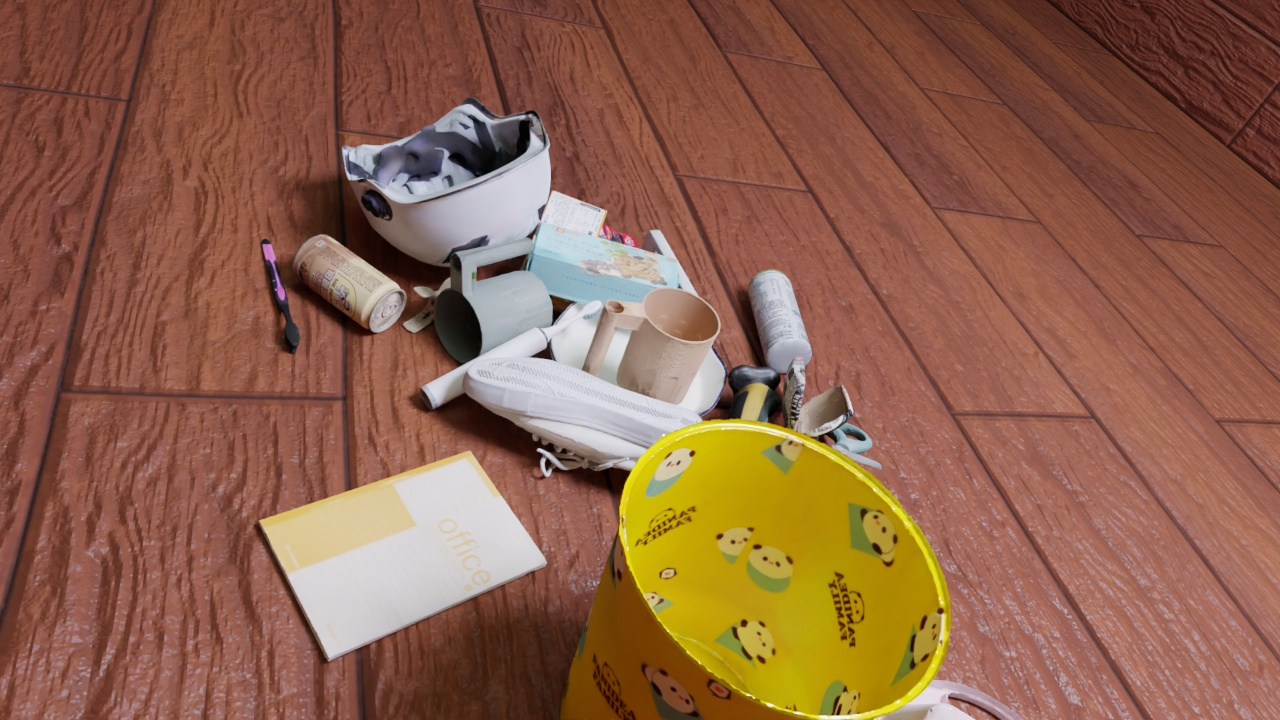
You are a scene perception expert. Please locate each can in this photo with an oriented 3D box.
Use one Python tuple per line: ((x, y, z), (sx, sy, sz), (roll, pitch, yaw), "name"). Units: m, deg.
((0.177, -0.052, 1.177), (0.058, 0.058, 0.146), (10, 41, -15), "can")
((-0.313, -0.083, 0.987), (0.116, 0.059, 0.058), (34, 41, 14), "can")

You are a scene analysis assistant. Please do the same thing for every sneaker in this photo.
((-0.063, 0.068, 0.919), (0.242, 0.091, 0.089), (17, 24, 3), "sneaker")

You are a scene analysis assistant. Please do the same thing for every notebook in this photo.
((-0.204, 0.161, 0.803), (0.205, 0.010, 0.146), (-16, 53, -37), "notebook")

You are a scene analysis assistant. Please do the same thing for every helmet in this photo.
((-0.210, -0.189, 1.067), (0.228, 0.146, 0.259), (-34, 43, -29), "helmet")

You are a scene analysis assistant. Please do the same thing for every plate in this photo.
((-0.006, 0.006, 1.040), (0.204, 0.046, 0.204), (14, 41, -12), "plate")

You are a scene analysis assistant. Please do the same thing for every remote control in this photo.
((0.034, -0.101, 1.167), (0.021, 0.058, 0.150), (-4, 46, -24), "remote control")

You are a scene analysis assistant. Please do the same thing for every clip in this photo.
((-0.219, -0.071, 1.025), (0.034, 0.066, 0.099), (39, 31, 19), "clip")

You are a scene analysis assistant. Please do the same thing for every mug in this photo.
((0.008, -0.012, 0.949), (0.124, 0.104, 0.084), (4, 43, -21), "mug")
((-0.158, -0.068, 0.994), (0.084, 0.124, 0.103), (26, 33, 35), "mug")

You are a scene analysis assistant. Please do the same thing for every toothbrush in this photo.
((-0.387, -0.073, 0.982), (0.014, 0.018, 0.189), (-5, 43, -30), "toothbrush")
((-0.130, -0.011, 0.968), (0.220, 0.026, 0.027), (-31, 64, -25), "toothbrush")

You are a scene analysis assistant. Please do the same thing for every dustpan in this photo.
((0.269, 0.401, 0.755), (0.222, 0.139, 0.272), (33, 69, 11), "dustpan")

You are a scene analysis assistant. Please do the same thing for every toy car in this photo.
((-0.058, -0.153, 1.194), (0.120, 0.045, 0.052), (8, 43, -20), "toy car")

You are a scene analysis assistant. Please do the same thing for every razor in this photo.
((0.113, 0.054, 0.983), (0.067, 0.062, 0.167), (45, 26, -6), "razor")

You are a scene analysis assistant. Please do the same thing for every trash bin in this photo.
((0.060, 0.212, 0.674), (0.229, 0.256, 0.229), (13, 40, -11), "trash bin")

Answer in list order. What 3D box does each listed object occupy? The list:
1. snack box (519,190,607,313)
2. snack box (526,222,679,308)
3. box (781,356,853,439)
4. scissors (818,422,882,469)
((-0.098, -0.134, 1.127), (0.075, 0.026, 0.153), (20, 61, -5), "snack box")
((-0.044, -0.102, 1.067), (0.175, 0.052, 0.074), (15, 37, -8), "snack box")
((0.181, 0.036, 1.010), (0.087, 0.076, 0.162), (56, 15, -5), "box")
((0.183, 0.088, 1.017), (0.181, 0.019, 0.170), (10, 14, 5), "scissors")
